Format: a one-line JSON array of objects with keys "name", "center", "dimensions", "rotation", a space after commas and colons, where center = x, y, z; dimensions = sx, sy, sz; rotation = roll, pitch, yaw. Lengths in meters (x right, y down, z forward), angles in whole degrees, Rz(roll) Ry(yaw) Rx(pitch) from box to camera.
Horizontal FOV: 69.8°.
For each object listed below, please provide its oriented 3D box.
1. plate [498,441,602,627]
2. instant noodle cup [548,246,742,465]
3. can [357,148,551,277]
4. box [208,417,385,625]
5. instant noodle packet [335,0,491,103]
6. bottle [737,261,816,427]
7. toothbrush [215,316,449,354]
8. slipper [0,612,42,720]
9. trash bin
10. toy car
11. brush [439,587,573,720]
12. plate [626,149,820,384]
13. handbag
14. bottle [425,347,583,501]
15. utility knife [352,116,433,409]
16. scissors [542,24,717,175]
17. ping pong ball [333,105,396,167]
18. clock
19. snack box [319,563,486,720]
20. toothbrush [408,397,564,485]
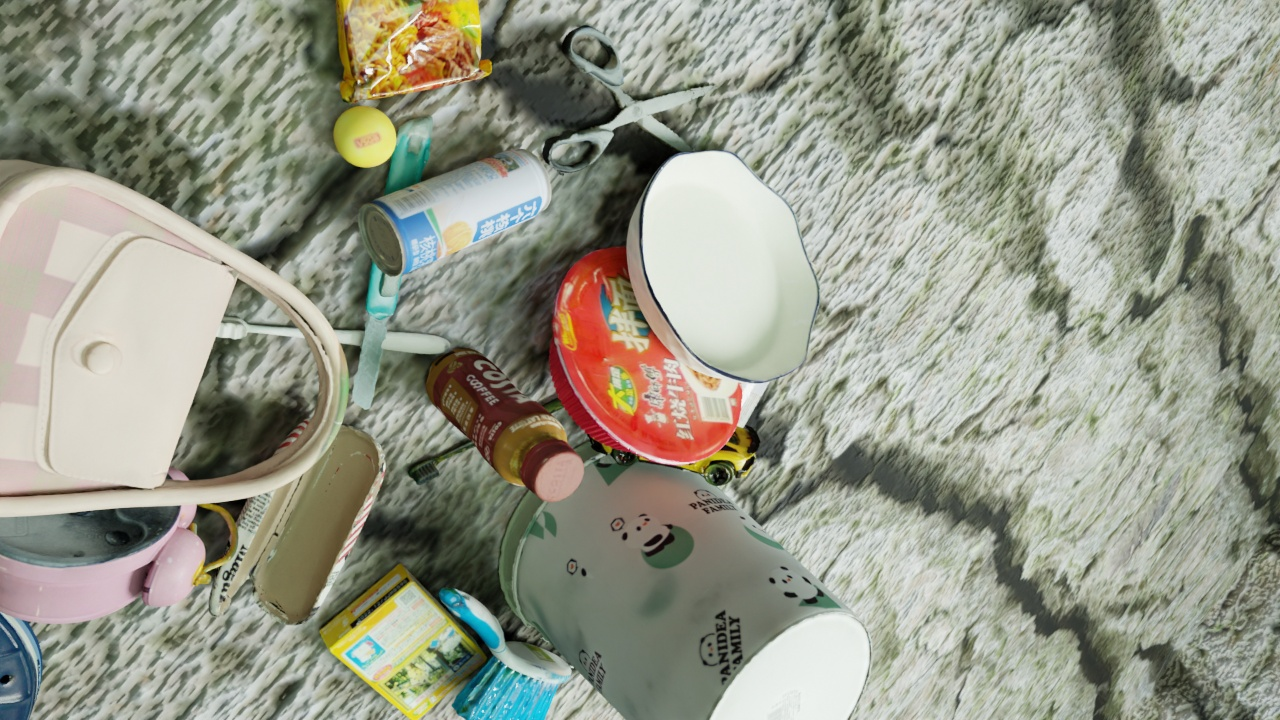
[{"name": "plate", "center": [-0.031, 0.177, 0.908], "dimensions": [0.229, 0.027, 0.230], "rotation": [-17, 122, -30]}, {"name": "instant noodle cup", "center": [-0.005, 0.004, 0.765], "dimensions": [0.193, 0.193, 0.066], "rotation": [4, 153, -38]}, {"name": "can", "center": [-0.129, -0.108, 0.654], "dimensions": [0.134, 0.053, 0.053], "rotation": [-31, 129, -36]}, {"name": "box", "center": [-0.260, 0.121, 0.675], "dimensions": [0.162, 0.076, 0.087], "rotation": [-61, 159, 8]}, {"name": "instant noodle packet", "center": [-0.150, -0.239, 0.594], "dimensions": [0.110, 0.044, 0.128], "rotation": [-21, 123, -32]}, {"name": "bottle", "center": [0.107, -0.017, 0.882], "dimensions": [0.068, 0.068, 0.189], "rotation": [25, 96, -42]}, {"name": "toothbrush", "center": [-0.221, -0.017, 0.673], "dimensions": [0.179, 0.016, 0.016], "rotation": [5, 106, -39]}, {"name": "slipper", "center": [-0.449, 0.170, 0.551], "dimensions": [0.105, 0.095, 0.253], "rotation": [-25, 122, -22]}, {"name": "trash bin", "center": [0.047, 0.226, 0.802], "dimensions": [0.229, 0.252, 0.230], "rotation": [-17, 121, -30]}, {"name": "toy car", "center": [0.029, 0.071, 0.825], "dimensions": [0.156, 0.071, 0.041], "rotation": [10, 115, 2]}, {"name": "brush", "center": [-0.129, 0.267, 0.804], "dimensions": [0.109, 0.060, 0.314], "rotation": [-51, 153, -7]}, {"name": "plate", "center": [0.068, -0.076, 0.777], "dimensions": [0.204, 0.046, 0.204], "rotation": [13, 68, -36]}, {"name": "handbag", "center": [-0.292, 0.005, 0.553], "dimensions": [0.234, 0.093, 0.193], "rotation": [21, 87, -39]}, {"name": "bottle", "center": [-0.102, 0.047, 0.687], "dimensions": [0.057, 0.175, 0.057], "rotation": [-17, 121, -30]}, {"name": "utility knife", "center": [-0.182, -0.068, 0.668], "dimensions": [0.029, 0.013, 0.222], "rotation": [3, 106, -42]}, {"name": "scissors", "center": [-0.008, -0.199, 0.740], "dimensions": [0.159, 0.014, 0.181], "rotation": [-49, 133, -6]}, {"name": "ping pong ball", "center": [-0.185, -0.150, 0.615], "dimensions": [0.040, 0.040, 0.040], "rotation": [-17, 122, -30]}, {"name": "clock", "center": [-0.341, 0.109, 0.585], "dimensions": [0.158, 0.117, 0.060], "rotation": [3, 120, -35]}, {"name": "snack box", "center": [-0.206, 0.252, 0.813], "dimensions": [0.086, 0.034, 0.140], "rotation": [-40, 129, -14]}, {"name": "toothbrush", "center": [-0.113, 0.060, 0.792], "dimensions": [0.185, 0.017, 0.012], "rotation": [-26, 138, -24]}]
